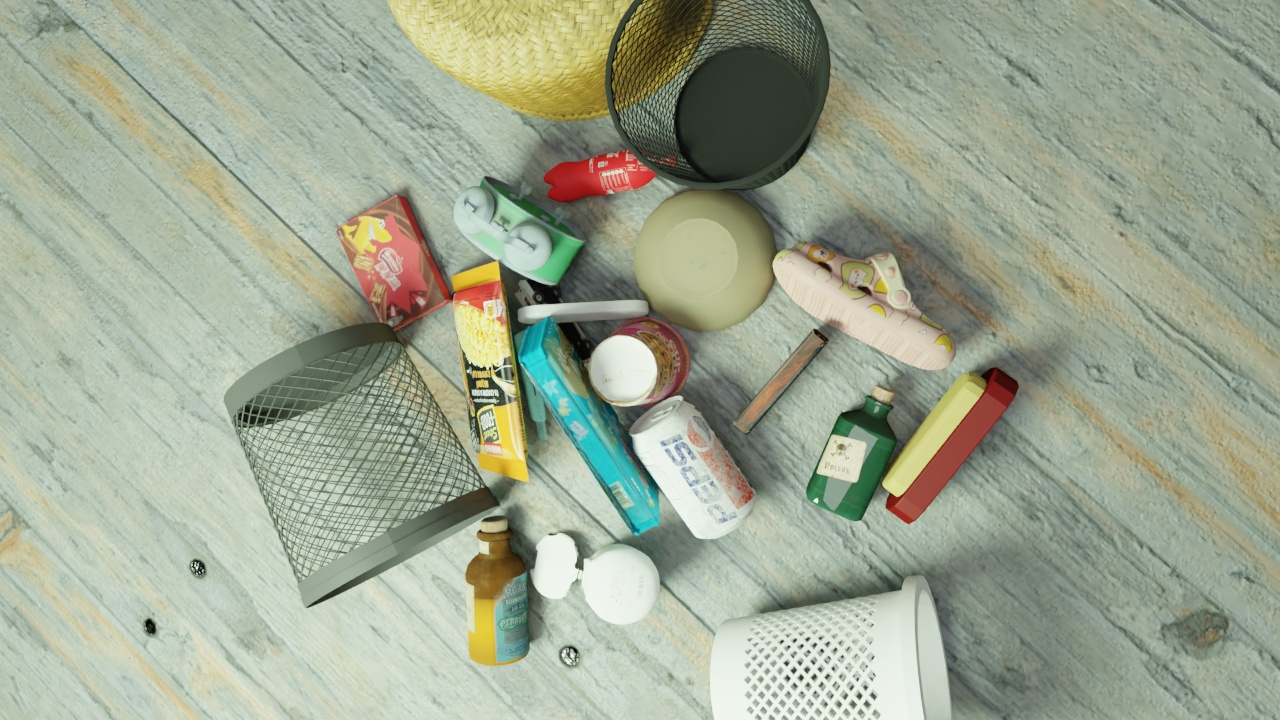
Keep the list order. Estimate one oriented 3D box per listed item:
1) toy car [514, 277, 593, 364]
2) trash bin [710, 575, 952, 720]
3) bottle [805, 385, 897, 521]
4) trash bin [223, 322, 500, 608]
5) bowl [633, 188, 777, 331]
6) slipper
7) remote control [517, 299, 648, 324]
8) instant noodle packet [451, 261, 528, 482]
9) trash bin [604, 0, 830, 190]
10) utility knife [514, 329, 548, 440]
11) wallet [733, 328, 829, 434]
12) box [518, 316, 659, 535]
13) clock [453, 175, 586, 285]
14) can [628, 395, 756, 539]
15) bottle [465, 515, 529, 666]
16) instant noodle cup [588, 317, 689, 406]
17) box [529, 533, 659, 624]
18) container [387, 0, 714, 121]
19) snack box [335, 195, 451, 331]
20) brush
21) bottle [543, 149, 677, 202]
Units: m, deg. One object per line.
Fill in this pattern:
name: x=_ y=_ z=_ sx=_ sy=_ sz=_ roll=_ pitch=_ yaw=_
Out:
toy car: x=-0.094 y=-0.040 z=0.997 sx=0.039 sy=0.039 sz=0.113 roll=-34 pitch=87 yaw=34
trash bin: x=0.185 y=0.316 z=0.896 sx=0.200 sy=0.195 sz=0.195 roll=-10 pitch=92 yaw=23
bottle: x=0.219 y=0.088 z=0.921 sx=0.061 sy=0.061 sz=0.131 roll=23 pitch=99 yaw=8
trash bin: x=-0.298 y=0.104 z=0.970 sx=0.218 sy=0.217 sz=0.227 roll=-30 pitch=84 yaw=13
bowl: x=0.063 y=-0.104 z=0.946 sx=0.152 sy=0.050 sz=0.152 roll=1 pitch=95 yaw=13
slipper: x=0.227 y=-0.065 z=0.901 sx=0.197 sy=0.093 sz=0.081 roll=32 pitch=81 yaw=7
remote control: x=-0.059 y=-0.051 z=0.954 sx=0.136 sy=0.043 sz=0.013 roll=-4 pitch=81 yaw=-9
instant noodle packet: x=-0.161 y=0.013 z=0.970 sx=0.032 sy=0.160 sz=0.221 roll=-9 pitch=94 yaw=-27
trash bin: x=0.084 y=-0.241 z=0.847 sx=0.184 sy=0.210 sz=0.184 roll=1 pitch=95 yaw=13
utility knife: x=-0.120 y=0.028 z=1.019 sx=0.022 sy=0.015 sz=0.126 roll=-11 pitch=94 yaw=-18
wallet: x=0.142 y=0.021 z=0.928 sx=0.019 sy=0.072 sz=0.123 roll=41 pitch=101 yaw=7
box: x=-0.050 y=0.067 z=0.928 sx=0.041 sy=0.094 sz=0.227 roll=-28 pitch=110 yaw=10
clock: x=-0.125 y=-0.136 z=0.930 sx=0.122 sy=0.161 sz=0.075 roll=35 pitch=102 yaw=7
can: x=0.053 y=0.110 z=0.939 sx=0.078 sy=0.078 sz=0.136 roll=-32 pitch=102 yaw=13
bottle: x=-0.160 y=0.252 z=1.019 sx=0.068 sy=0.067 sz=0.157 roll=-1 pitch=95 yaw=13
instant noodle cup: x=-0.006 y=0.006 z=0.942 sx=0.098 sy=0.108 sz=0.098 roll=1 pitch=94 yaw=12
box: x=-0.054 y=0.228 z=0.977 sx=0.141 sy=0.140 sz=0.083 roll=5 pitch=81 yaw=-2
container: x=-0.091 y=-0.391 z=0.886 sx=0.307 sy=0.196 sz=0.307 roll=2 pitch=97 yaw=13
snack box: x=-0.280 y=-0.108 z=1.040 sx=0.089 sy=0.021 sz=0.133 roll=-26 pitch=89 yaw=15
brush: x=0.293 y=0.078 z=0.892 sx=0.042 sy=0.082 sz=0.173 roll=36 pitch=101 yaw=8
bottle: x=-0.031 y=-0.197 z=0.964 sx=0.142 sy=0.042 sz=0.042 roll=-8 pitch=93 yaw=13
